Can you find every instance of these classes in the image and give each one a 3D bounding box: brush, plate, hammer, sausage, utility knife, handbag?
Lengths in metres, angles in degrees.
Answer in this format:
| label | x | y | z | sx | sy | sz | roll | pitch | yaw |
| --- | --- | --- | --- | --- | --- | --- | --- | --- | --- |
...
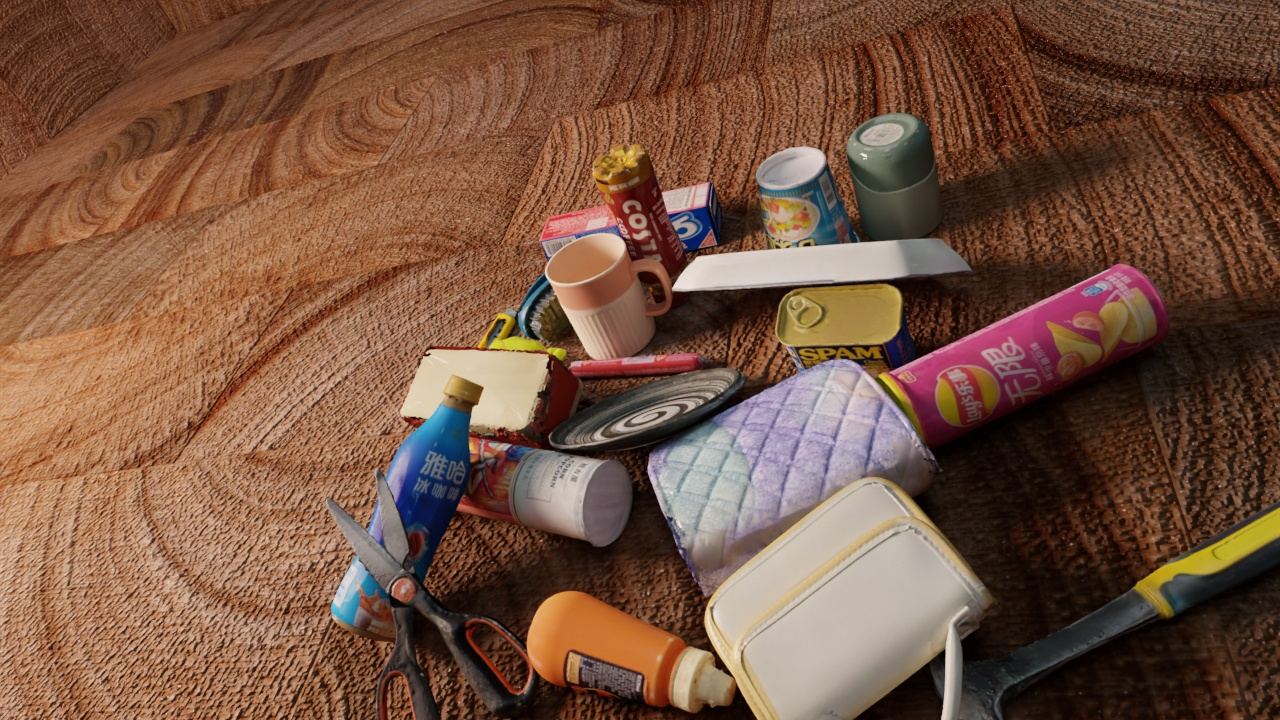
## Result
| label | x | y | z | sx | sy | sz | roll | pitch | yaw |
| --- | --- | --- | --- | --- | --- | --- | --- | --- | --- |
| brush | -0.083 | -0.078 | 1.013 | 0.074 | 0.055 | 0.143 | 18 | 55 | 40 |
| plate | 0.160 | -0.085 | 0.833 | 0.266 | 0.034 | 0.161 | -1 | 4 | 28 |
| plate | 0.008 | 0.048 | 0.801 | 0.179 | 0.024 | 0.179 | -19 | 9 | 3 |
| hammer | 0.326 | 0.137 | 0.562 | 0.323 | 0.032 | 0.126 | -27 | 39 | -3 |
| sausage | -0.005 | 0.005 | 0.904 | 0.156 | 0.020 | 0.020 | -4 | 42 | 25 |
| utility knife | -0.175 | -0.005 | 1.009 | 0.033 | 0.015 | 0.167 | 1 | 44 | 25 |
| handbag | 0.110 | 0.087 | 0.700 | 0.194 | 0.075 | 0.134 | -26 | 33 | 1 |
| handbag | 0.138 | 0.173 | 0.567 | 0.163 | 0.063 | 0.178 | -39 | 36 | 2 |

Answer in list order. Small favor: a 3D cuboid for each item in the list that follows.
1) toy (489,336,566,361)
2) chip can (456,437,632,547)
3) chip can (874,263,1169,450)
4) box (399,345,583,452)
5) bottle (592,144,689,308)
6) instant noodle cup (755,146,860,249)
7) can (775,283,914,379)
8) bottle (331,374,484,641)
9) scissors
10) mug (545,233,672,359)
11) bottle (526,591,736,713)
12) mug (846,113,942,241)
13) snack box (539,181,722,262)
| label | x | y | z | sx | sy | sz | roll | pitch | yaw |
| --- | --- | --- | --- | --- | --- | --- | --- | --- | --- |
| toy | -0.125 | 0.006 | 0.957 | 0.096 | 0.031 | 0.100 | -30 | 43 | -6 |
| chip can | -0.114 | 0.107 | 0.801 | 0.215 | 0.071 | 0.071 | 5 | 47 | 33 |
| chip can | 0.292 | 0.000 | 0.709 | 0.210 | 0.071 | 0.071 | -25 | 38 | -1 |
| box | -0.150 | 0.035 | 0.881 | 0.169 | 0.077 | 0.091 | 3 | 65 | 31 |
| bottle | 0.007 | -0.131 | 0.929 | 0.057 | 0.175 | 0.057 | -15 | 38 | 12 |
| instant noodle cup | 0.163 | -0.149 | 0.922 | 0.099 | 0.110 | 0.099 | -14 | 39 | 12 |
| can | 0.175 | -0.017 | 0.772 | 0.102 | 0.083 | 0.057 | -2 | 60 | 27 |
| bottle | -0.184 | 0.117 | 0.757 | 0.065 | 0.065 | 0.218 | 16 | 82 | 40 |
| scissors | -0.177 | 0.196 | 0.686 | 0.227 | 0.022 | 0.197 | 25 | 74 | 12 |
| mug | -0.023 | -0.065 | 0.924 | 0.115 | 0.106 | 0.081 | -9 | 41 | 19 |
| bottle | -0.004 | 0.208 | 0.636 | 0.150 | 0.067 | 0.066 | 10 | 49 | 27 |
| mug | 0.251 | -0.192 | 0.927 | 0.082 | 0.106 | 0.111 | -22 | 37 | 5 |
| snack box | -0.010 | -0.150 | 1.058 | 0.208 | 0.057 | 0.058 | -9 | 38 | 19 |
